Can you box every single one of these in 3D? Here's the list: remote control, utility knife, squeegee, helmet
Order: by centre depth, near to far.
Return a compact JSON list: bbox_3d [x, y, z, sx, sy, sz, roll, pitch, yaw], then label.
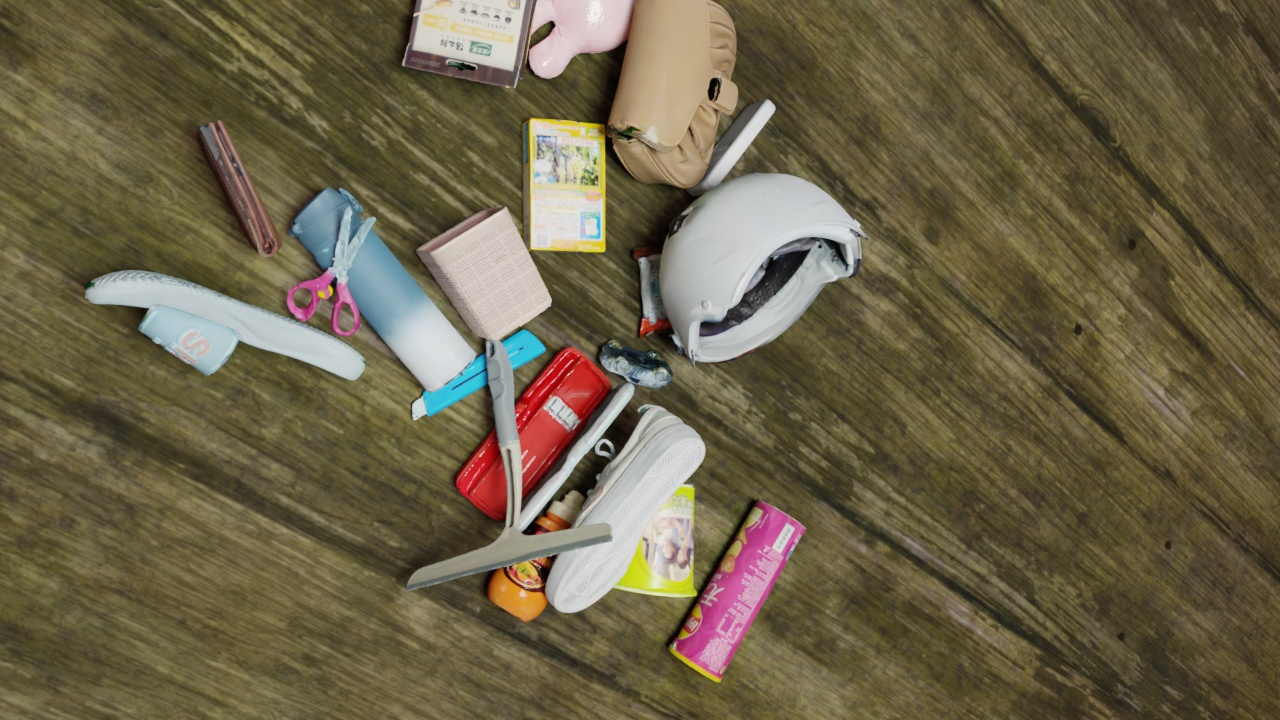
[{"bbox_3d":[-0.137,0.091,0.931,0.039,0.247,0.246,29,48,-55],"label":"squeegee"},{"bbox_3d":[-0.175,0.016,0.979,0.159,0.018,0.034,-32,107,-17],"label":"utility knife"},{"bbox_3d":[0.111,-0.109,0.997,0.229,0.259,0.146,-30,75,-5],"label":"helmet"},{"bbox_3d":[0.104,-0.245,1.059,0.020,0.056,0.135,41,78,-22],"label":"remote control"}]

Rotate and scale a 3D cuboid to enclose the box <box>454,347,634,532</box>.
[{"bbox_3d":[-0.096,0.086,0.975,0.095,0.102,0.201,44,77,-22],"label":"box"}]

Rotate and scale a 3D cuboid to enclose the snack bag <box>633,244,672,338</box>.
[{"bbox_3d":[0.015,-0.079,1.050,0.048,0.026,0.104,-12,98,-29],"label":"snack bag"}]

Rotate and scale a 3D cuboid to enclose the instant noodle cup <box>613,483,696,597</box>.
[{"bbox_3d":[0.016,0.196,1.036,0.111,0.112,0.123,11,82,-24],"label":"instant noodle cup"}]

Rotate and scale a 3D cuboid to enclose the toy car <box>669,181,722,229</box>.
[{"bbox_3d":[0.073,-0.169,1.065,0.090,0.035,0.042,-41,108,-13],"label":"toy car"}]

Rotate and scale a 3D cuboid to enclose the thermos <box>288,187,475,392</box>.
[{"bbox_3d":[-0.254,-0.070,0.911,0.070,0.070,0.220,-41,109,-16],"label":"thermos"}]

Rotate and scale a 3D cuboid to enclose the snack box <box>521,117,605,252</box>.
[{"bbox_3d":[-0.083,-0.187,0.995,0.086,0.034,0.140,-2,97,-24],"label":"snack box"}]

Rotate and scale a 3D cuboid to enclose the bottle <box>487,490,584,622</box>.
[{"bbox_3d":[-0.106,0.208,1.005,0.066,0.067,0.149,39,72,-22],"label":"bottle"}]

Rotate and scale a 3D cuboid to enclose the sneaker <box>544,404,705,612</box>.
[{"bbox_3d":[-0.034,0.151,0.969,0.089,0.091,0.242,28,101,-45],"label":"sneaker"}]

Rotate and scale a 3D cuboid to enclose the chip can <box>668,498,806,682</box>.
[{"bbox_3d":[0.118,0.274,1.102,0.071,0.071,0.210,36,79,-22],"label":"chip can"}]

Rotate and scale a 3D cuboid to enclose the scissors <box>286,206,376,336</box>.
[{"bbox_3d":[-0.275,-0.080,0.865,0.083,0.017,0.138,37,111,-10],"label":"scissors"}]

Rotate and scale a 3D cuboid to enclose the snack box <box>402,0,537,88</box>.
[{"bbox_3d":[-0.167,-0.337,0.916,0.113,0.053,0.125,11,91,-4],"label":"snack box"}]

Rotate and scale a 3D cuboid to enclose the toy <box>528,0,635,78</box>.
[{"bbox_3d":[-0.070,-0.377,0.973,0.159,0.054,0.121,-38,108,-7],"label":"toy"}]

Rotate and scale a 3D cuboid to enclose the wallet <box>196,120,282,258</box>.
[{"bbox_3d":[-0.364,-0.152,0.836,0.032,0.101,0.124,-27,105,-18],"label":"wallet"}]

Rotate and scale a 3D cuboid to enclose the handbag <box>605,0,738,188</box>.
[{"bbox_3d":[0.040,-0.294,0.987,0.147,0.100,0.204,12,90,-56],"label":"handbag"}]

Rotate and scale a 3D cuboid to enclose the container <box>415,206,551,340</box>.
[{"bbox_3d":[-0.157,-0.087,0.941,0.090,0.090,0.111,-35,110,-18],"label":"container"}]

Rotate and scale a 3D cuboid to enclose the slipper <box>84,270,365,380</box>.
[{"bbox_3d":[-0.377,-0.020,0.845,0.245,0.104,0.074,22,87,-30],"label":"slipper"}]

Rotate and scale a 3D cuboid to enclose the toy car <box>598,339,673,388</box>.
[{"bbox_3d":[-0.006,0.006,1.041,0.090,0.043,0.034,15,122,-29],"label":"toy car"}]
